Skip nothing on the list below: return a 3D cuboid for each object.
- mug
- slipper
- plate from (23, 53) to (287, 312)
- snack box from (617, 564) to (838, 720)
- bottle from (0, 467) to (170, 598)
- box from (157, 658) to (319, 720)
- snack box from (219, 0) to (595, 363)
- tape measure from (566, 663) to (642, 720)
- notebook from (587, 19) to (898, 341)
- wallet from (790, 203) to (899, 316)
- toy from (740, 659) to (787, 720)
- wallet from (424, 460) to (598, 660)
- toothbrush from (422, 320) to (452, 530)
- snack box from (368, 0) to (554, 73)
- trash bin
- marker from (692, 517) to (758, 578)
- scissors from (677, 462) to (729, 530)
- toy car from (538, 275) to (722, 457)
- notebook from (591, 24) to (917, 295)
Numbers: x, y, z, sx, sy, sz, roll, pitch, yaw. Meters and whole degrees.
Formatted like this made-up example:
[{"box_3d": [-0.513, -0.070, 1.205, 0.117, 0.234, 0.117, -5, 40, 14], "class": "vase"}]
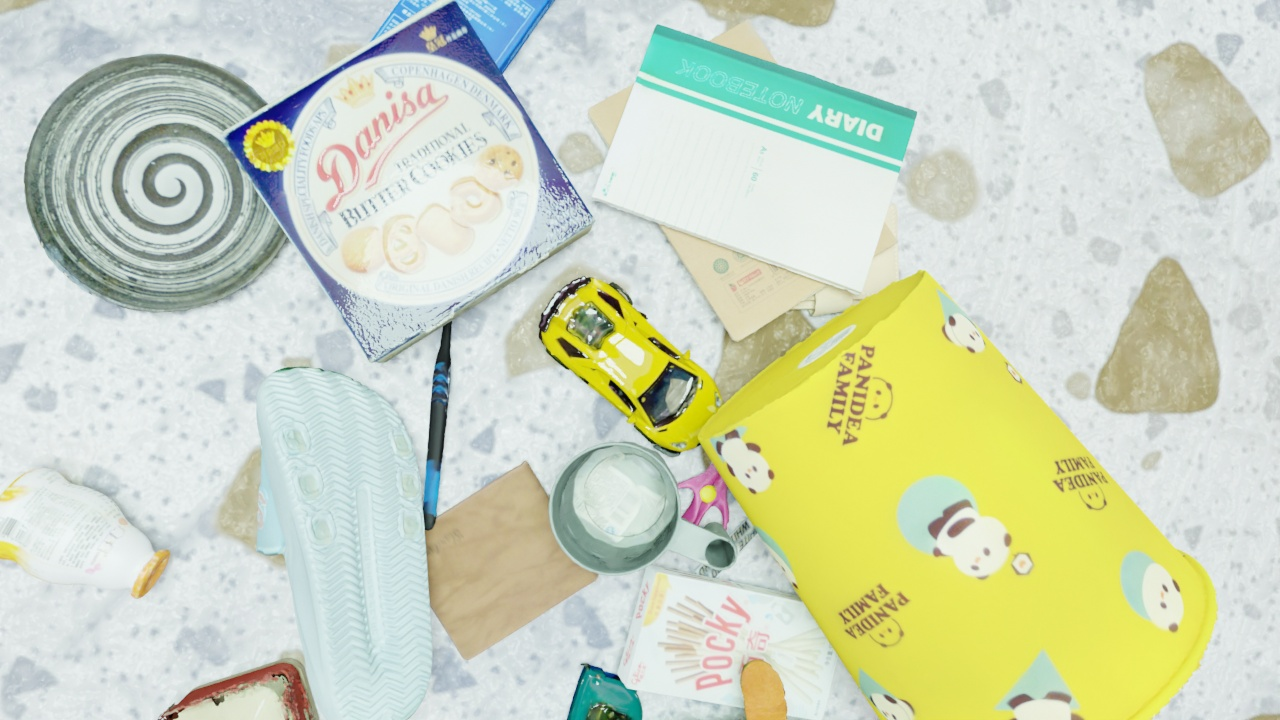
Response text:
[{"box_3d": [0.004, 0.104, 0.624, 0.124, 0.103, 0.083, 23, 88, 3], "class": "mug"}, {"box_3d": [-0.200, 0.122, 0.612, 0.103, 0.074, 0.245, 1, 71, -49], "class": "slipper"}, {"box_3d": [-0.328, -0.121, 0.637, 0.179, 0.024, 0.179, 1, 87, -9], "class": "plate"}, {"box_3d": [0.069, 0.206, 0.666, 0.156, 0.027, 0.084, 15, 89, -15], "class": "snack box"}, {"box_3d": [-0.369, 0.117, 0.602, 0.108, 0.063, 0.063, 28, 84, -6], "class": "bottle"}, {"box_3d": [-0.250, 0.295, 0.605, 0.091, 0.077, 0.168, -16, 91, -8], "class": "box"}, {"box_3d": [-0.155, -0.120, 0.627, 0.178, 0.046, 0.182, -34, 97, -6], "class": "snack box"}, {"box_3d": [-0.026, 0.254, 0.663, 0.054, 0.025, 0.058, 18, 86, -6], "class": "tape measure"}, {"box_3d": [0.076, -0.137, 0.686, 0.147, 0.008, 0.207, -32, 84, -8], "class": "notebook"}, {"box_3d": [0.140, -0.077, 0.699, 0.115, 0.024, 0.087, -1, 89, -9], "class": "wallet"}, {"box_3d": [0.059, 0.308, 0.639, 0.246, 0.090, 0.227, 3, 113, -15], "class": "toy"}, {"box_3d": [-0.104, 0.145, 0.661, 0.115, 0.020, 0.101, -33, 91, -5], "class": "wallet"}, {"box_3d": [-0.144, 0.026, 0.655, 0.014, 0.016, 0.189, 4, 83, -4], "class": "toothbrush"}, {"box_3d": [-0.120, -0.259, 0.668, 0.084, 0.026, 0.157, 34, 84, -7], "class": "snack box"}, {"box_3d": [0.185, 0.096, 0.600, 0.229, 0.230, 0.255, -38, 91, -8], "class": "trash bin"}, {"box_3d": [0.067, 0.141, 0.684, 0.145, 0.017, 0.017, -44, 94, -7], "class": "marker"}, {"box_3d": [0.063, 0.075, 0.685, 0.057, 0.017, 0.133, 30, 86, 2], "class": "scissors"}, {"box_3d": [-0.004, 0.004, 0.668, 0.156, 0.041, 0.071, 43, 83, -6], "class": "toy car"}, {"box_3d": [0.086, -0.151, 0.678, 0.209, 0.012, 0.150, 19, 80, 0], "class": "notebook"}]
